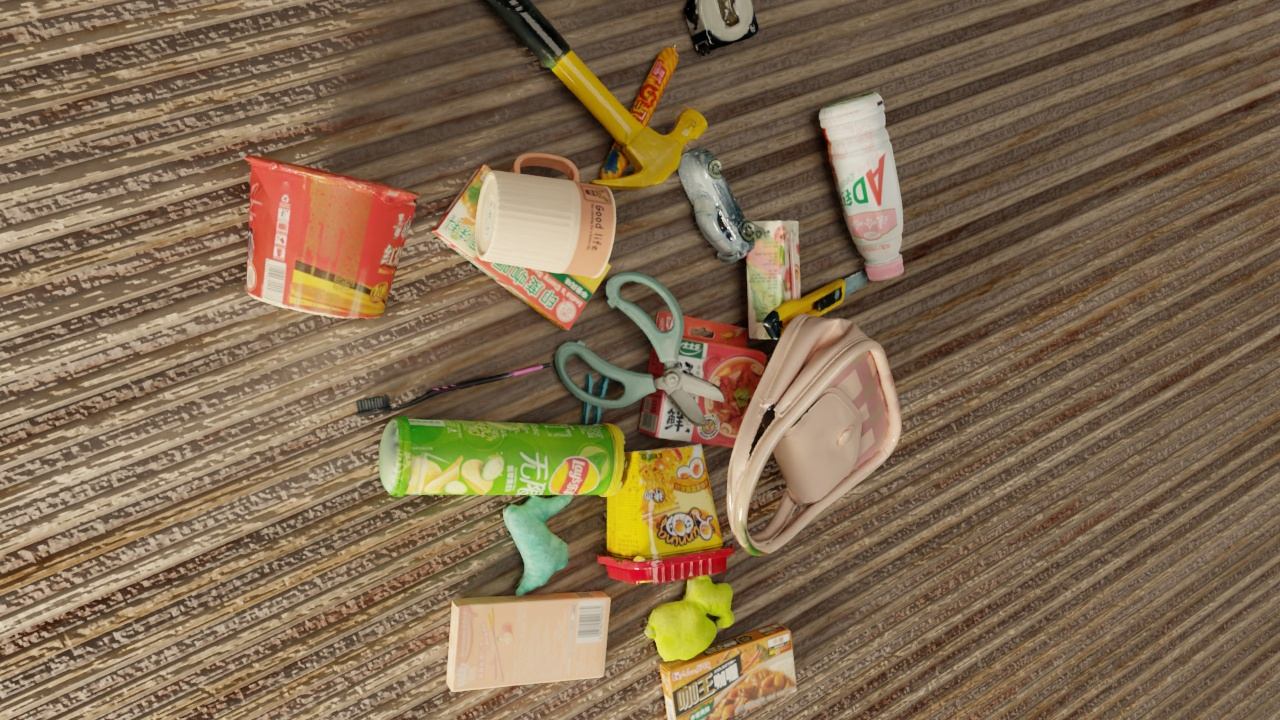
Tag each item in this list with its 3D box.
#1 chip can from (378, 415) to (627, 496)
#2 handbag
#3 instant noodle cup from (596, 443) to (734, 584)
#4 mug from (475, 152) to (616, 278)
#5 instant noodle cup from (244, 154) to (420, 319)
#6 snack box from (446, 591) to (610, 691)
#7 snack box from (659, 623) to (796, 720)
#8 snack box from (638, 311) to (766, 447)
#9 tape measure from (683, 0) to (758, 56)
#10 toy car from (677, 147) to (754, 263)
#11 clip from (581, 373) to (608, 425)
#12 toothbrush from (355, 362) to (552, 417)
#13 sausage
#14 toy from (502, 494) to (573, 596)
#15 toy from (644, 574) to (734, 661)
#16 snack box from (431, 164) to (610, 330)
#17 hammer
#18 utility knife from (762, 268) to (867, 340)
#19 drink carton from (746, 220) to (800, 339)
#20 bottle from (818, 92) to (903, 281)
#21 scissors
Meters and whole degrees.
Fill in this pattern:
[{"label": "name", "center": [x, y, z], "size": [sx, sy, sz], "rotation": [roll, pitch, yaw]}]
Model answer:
[{"label": "chip can", "center": [-0.126, 0.090, 0.846], "size": [0.221, 0.073, 0.072], "rotation": [4, 93, -25]}, {"label": "handbag", "center": [0.160, 0.089, 0.918], "size": [0.233, 0.093, 0.193], "rotation": [-50, 139, -20]}, {"label": "instant noodle cup", "center": [0.020, 0.148, 0.903], "size": [0.116, 0.116, 0.123], "rotation": [-4, 84, -24]}, {"label": "mug", "center": [-0.086, -0.134, 0.815], "size": [0.105, 0.082, 0.114], "rotation": [5, 65, -23]}, {"label": "instant noodle cup", "center": [-0.256, -0.098, 0.743], "size": [0.137, 0.138, 0.108], "rotation": [10, 99, -25]}, {"label": "snack box", "center": [-0.108, 0.272, 0.897], "size": [0.157, 0.026, 0.084], "rotation": [4, 93, -25]}, {"label": "snack box", "center": [0.097, 0.345, 0.997], "size": [0.153, 0.026, 0.075], "rotation": [-11, 99, -23]}, {"label": "snack box", "center": [0.066, 0.021, 0.942], "size": [0.113, 0.044, 0.127], "rotation": [9, 91, -25]}, {"label": "tape measure", "center": [0.079, -0.348, 0.920], "size": [0.065, 0.034, 0.066], "rotation": [-28, 106, -22]}, {"label": "toy car", "center": [0.073, -0.155, 0.924], "size": [0.036, 0.054, 0.120], "rotation": [-34, 107, -20]}, {"label": "clip", "center": [-0.046, 0.041, 0.911], "size": [0.047, 0.014, 0.057], "rotation": [10, 92, -25]}, {"label": "toothbrush", "center": [-0.170, 0.023, 0.853], "size": [0.189, 0.014, 0.018], "rotation": [-15, 90, -23]}, {"label": "sausage", "center": [-0.001, -0.239, 0.900], "size": [0.021, 0.021, 0.165], "rotation": [28, 83, -24]}, {"label": "toy", "center": [-0.097, 0.169, 0.891], "size": [0.096, 0.030, 0.092], "rotation": [-32, 109, -25]}, {"label": "toy", "center": [0.055, 0.274, 0.969], "size": [0.096, 0.031, 0.100], "rotation": [28, 80, -21]}, {"label": "snack box", "center": [-0.109, -0.104, 0.860], "size": [0.155, 0.027, 0.077], "rotation": [37, 79, -22]}, {"label": "hammer", "center": [-0.075, -0.278, 0.843], "size": [0.300, 0.033, 0.128], "rotation": [45, 77, -16]}, {"label": "utility knife", "center": [0.193, -0.065, 0.969], "size": [0.215, 0.015, 0.033], "rotation": [-27, 116, -44]}, {"label": "drink carton", "center": [0.141, -0.085, 0.958], "size": [0.053, 0.046, 0.122], "rotation": [-10, 99, -56]}, {"label": "bottle", "center": [0.247, -0.185, 0.995], "size": [0.068, 0.068, 0.197], "rotation": [-23, 106, -21]}, {"label": "scissors", "center": [-0.007, 0.010, 0.892], "size": [0.171, 0.019, 0.177], "rotation": [-33, 91, 0]}]
